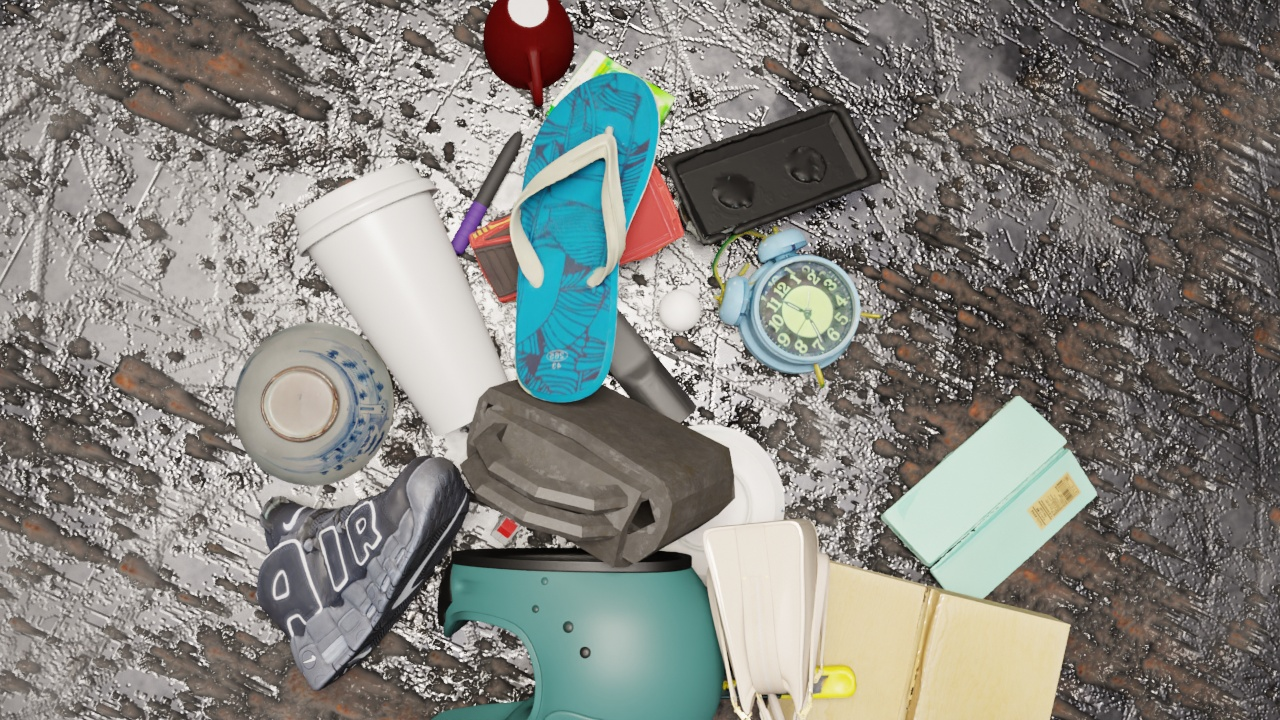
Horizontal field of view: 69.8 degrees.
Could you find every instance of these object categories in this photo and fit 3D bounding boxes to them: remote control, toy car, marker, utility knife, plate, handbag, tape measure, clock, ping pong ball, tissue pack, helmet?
[{"bbox_3d":[-0.005,0.005,0.879,0.045,0.021,0.140,-39,91,-8],"label":"remote control"},{"bbox_3d":[-0.059,-0.113,0.831,0.190,0.056,0.081,-19,115,14],"label":"toy car"},{"bbox_3d":[-0.145,-0.160,0.873,0.015,0.018,0.134,27,82,-2],"label":"marker"},{"bbox_3d":[0.114,0.303,0.858,0.173,0.020,0.028,-8,79,15],"label":"utility knife"},{"bbox_3d":[0.064,0.140,0.883,0.157,0.014,0.157,0,88,-6],"label":"plate"},{"bbox_3d":[-0.052,0.096,0.747,0.197,0.199,0.102,26,106,25],"label":"handbag"},{"bbox_3d":[-0.112,0.136,0.842,0.020,0.060,0.062,37,88,-4],"label":"tape measure"},{"bbox_3d":[0.119,-0.165,0.868,0.191,0.071,0.094,-22,77,-15],"label":"toy car"},{"bbox_3d":[0.114,0.235,0.769,0.101,0.194,0.197,-8,79,13],"label":"handbag"},{"bbox_3d":[0.140,-0.057,0.878,0.162,0.060,0.118,37,86,1],"label":"clock"},{"bbox_3d":[0.037,-0.048,0.875,0.040,0.040,0.040,0,87,-6],"label":"ping pong ball"},{"bbox_3d":[-0.028,-0.235,0.859,0.099,0.034,0.113,30,54,-3],"label":"tissue pack"},{"bbox_3d":[-0.065,0.268,0.788,0.275,0.176,0.200,0,83,4],"label":"helmet"}]

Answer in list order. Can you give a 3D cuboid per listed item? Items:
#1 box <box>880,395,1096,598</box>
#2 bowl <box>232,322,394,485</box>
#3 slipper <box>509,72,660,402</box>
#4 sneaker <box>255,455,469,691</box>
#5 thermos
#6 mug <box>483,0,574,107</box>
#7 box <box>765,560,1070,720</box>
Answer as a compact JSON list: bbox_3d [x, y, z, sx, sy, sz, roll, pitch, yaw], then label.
[{"bbox_3d":[0.348,0.143,0.903,0.187,0.052,0.139,-41,86,-5],"label":"box"},{"bbox_3d":[-0.301,0.039,0.828,0.150,0.057,0.150,0,87,-6],"label":"bowl"},{"bbox_3d":[-0.057,-0.113,0.758,0.118,0.060,0.294,3,77,20],"label":"slipper"},{"bbox_3d":[-0.255,0.150,0.790,0.151,0.097,0.253,38,111,8],"label":"sneaker"},{"bbox_3d":[-0.200,-0.049,0.815,0.131,0.131,0.222,-28,98,-7],"label":"thermos"},{"bbox_3d":[-0.101,-0.294,0.847,0.087,0.088,0.114,-8,88,-7],"label":"mug"},{"bbox_3d":[0.245,0.333,0.861,0.253,0.068,0.247,13,85,11],"label":"box"}]
